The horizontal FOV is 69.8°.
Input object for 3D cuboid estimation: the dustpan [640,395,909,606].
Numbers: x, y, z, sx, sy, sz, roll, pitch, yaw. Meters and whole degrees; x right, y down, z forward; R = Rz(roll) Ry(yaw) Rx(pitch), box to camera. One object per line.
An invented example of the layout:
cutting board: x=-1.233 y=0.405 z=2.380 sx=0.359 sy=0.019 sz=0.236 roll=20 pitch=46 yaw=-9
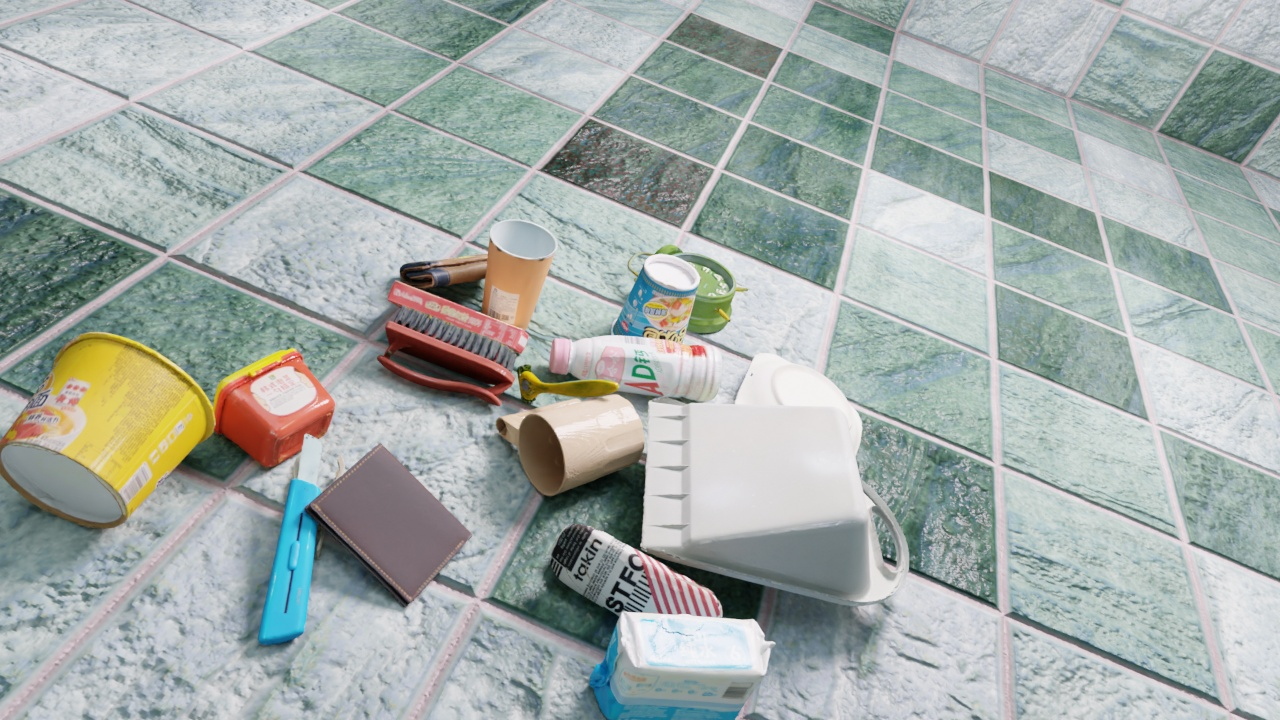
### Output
dustpan: x=0.141 y=0.151 z=0.929 sx=0.258 sy=0.143 sz=0.222 roll=-5 pitch=36 yaw=7

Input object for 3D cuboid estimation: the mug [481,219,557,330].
mug: x=-0.148 y=-0.093 z=1.075 sx=0.078 sy=0.123 sz=0.078 roll=12 pitch=38 yaw=-10

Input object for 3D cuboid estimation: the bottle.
bottle: x=-0.006 y=0.006 z=1.069 sx=0.197 sy=0.068 sz=0.068 roll=6 pitch=40 yaw=-11

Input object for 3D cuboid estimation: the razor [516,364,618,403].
razor: x=-0.079 y=0.027 z=0.971 sx=0.133 sy=0.043 sz=0.028 roll=1 pitch=11 yaw=36

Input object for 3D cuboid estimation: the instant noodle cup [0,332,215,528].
instant noodle cup: x=-0.443 y=0.064 z=0.755 sx=0.138 sy=0.138 sz=0.109 roll=19 pitch=47 yaw=-2

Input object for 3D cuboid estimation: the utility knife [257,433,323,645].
utility knife: x=-0.290 y=0.145 z=0.776 sx=0.034 sy=0.018 sz=0.191 roll=6 pitch=53 yaw=-15

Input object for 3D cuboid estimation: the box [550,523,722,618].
box: x=-0.002 y=0.201 z=0.840 sx=0.163 sy=0.076 sz=0.087 roll=25 pitch=12 yaw=6

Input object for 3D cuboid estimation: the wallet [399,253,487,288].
wallet: x=-0.222 y=-0.111 z=1.114 sx=0.115 sy=0.033 sz=0.090 roll=-13 pitch=14 yaw=-37

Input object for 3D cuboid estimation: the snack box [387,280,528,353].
snack box: x=-0.205 y=-0.047 z=1.040 sx=0.153 sy=0.025 sz=0.075 roll=21 pitch=-4 yaw=1

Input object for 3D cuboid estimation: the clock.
clock: x=0.057 y=-0.101 z=1.232 sx=0.161 sy=0.056 sz=0.115 roll=25 pitch=37 yaw=7

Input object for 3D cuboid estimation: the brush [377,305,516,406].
brush: x=-0.207 y=0.000 z=0.994 sx=0.146 sy=0.063 sz=0.069 roll=21 pitch=68 yaw=-2

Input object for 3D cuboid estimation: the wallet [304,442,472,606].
wallet: x=-0.219 y=0.143 z=0.811 sx=0.122 sy=0.020 sz=0.096 roll=46 pitch=44 yaw=-4

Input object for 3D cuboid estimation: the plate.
plate: x=0.200 y=0.056 z=1.103 sx=0.164 sy=0.034 sz=0.163 roll=33 pitch=38 yaw=-1

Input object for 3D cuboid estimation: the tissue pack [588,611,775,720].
tissue pack: x=0.034 y=0.255 z=0.762 sx=0.140 sy=0.090 sz=0.063 roll=8 pitch=40 yaw=-14

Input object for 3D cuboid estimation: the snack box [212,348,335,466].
snack box: x=-0.341 y=0.045 z=0.860 sx=0.080 sy=0.082 sz=0.091 roll=41 pitch=42 yaw=10

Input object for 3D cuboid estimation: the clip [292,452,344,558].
clip: x=-0.305 y=0.124 z=0.818 sx=0.083 sy=0.035 sz=0.104 roll=22 pitch=46 yaw=-4

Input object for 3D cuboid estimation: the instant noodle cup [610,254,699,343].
instant noodle cup: x=0.024 y=-0.067 z=1.132 sx=0.099 sy=0.110 sz=0.099 roll=13 pitch=38 yaw=-10

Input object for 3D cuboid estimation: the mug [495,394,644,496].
mug: x=-0.072 y=0.077 z=0.948 sx=0.103 sy=0.084 sz=0.125 roll=-14 pitch=28 yaw=-38
